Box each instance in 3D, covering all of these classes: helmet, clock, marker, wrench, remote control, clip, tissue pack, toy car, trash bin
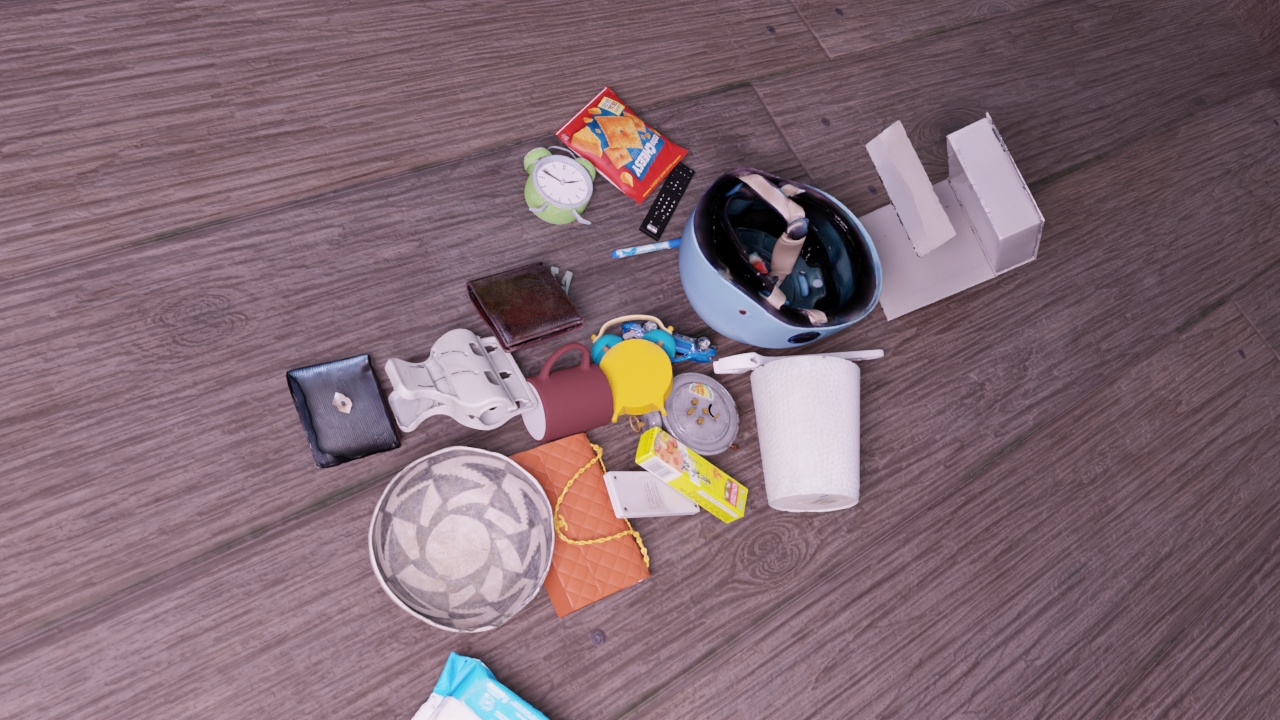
[{"bbox_3d":[0.166,-0.118,1.157,0.265,0.167,0.225,7,66,-19],"label":"helmet"},{"bbox_3d":[-0.006,0.006,1.057,0.099,0.044,0.129,-7,66,3],"label":"clock"},{"bbox_3d":[0.024,-0.150,1.203,0.141,0.013,0.013,-14,72,-29],"label":"marker"},{"bbox_3d":[0.211,-0.001,1.189,0.272,0.066,0.018,-4,82,-30],"label":"wrench"},{"bbox_3d":[-0.104,-0.223,1.164,0.094,0.043,0.119,12,62,-19],"label":"clock"},{"bbox_3d":[0.014,0.148,1.020,0.135,0.011,0.050,8,55,-48],"label":"remote control"},{"bbox_3d":[-0.195,0.022,0.975,0.144,0.075,0.124,-11,42,-25],"label":"clip"},{"bbox_3d":[0.051,0.069,1.082,0.147,0.056,0.103,-3,67,-27],"label":"clock"},{"bbox_3d":[-0.102,-0.077,1.106,0.045,0.023,0.076,14,59,-15],"label":"clip"},{"bbox_3d":[-0.125,0.376,0.848,0.209,0.066,0.116,39,57,-1],"label":"tissue pack"},{"bbox_3d":[0.037,-0.218,1.243,0.030,0.009,0.139,31,57,-7],"label":"remote control"},{"bbox_3d":[0.033,-0.018,1.120,0.120,0.056,0.043,14,86,-11],"label":"toy car"},{"bbox_3d":[0.202,0.092,1.099,0.133,0.134,0.161,8,68,-20],"label":"trash bin"}]

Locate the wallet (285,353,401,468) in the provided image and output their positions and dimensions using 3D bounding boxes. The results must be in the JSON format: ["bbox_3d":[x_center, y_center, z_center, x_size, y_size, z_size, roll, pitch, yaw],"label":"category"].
[{"bbox_3d":[-0.306,0.052,0.948,0.089,0.026,0.115,-14,72,-29],"label":"wallet"}]

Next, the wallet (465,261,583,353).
[{"bbox_3d":[-0.133,-0.063,1.054,0.099,0.031,0.120,-20,49,-22],"label":"wallet"}]

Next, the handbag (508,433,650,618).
[{"bbox_3d":[-0.066,0.169,0.981,0.108,0.060,0.172,-17,73,-34],"label":"handbag"}]

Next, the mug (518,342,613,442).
[{"bbox_3d":[-0.083,0.032,1.015,0.082,0.106,0.073,-14,28,-29],"label":"mug"}]

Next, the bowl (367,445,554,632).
[{"bbox_3d":[-0.179,0.180,0.909,0.178,0.081,0.178,8,66,-18],"label":"bowl"}]

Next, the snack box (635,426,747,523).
[{"bbox_3d":[0.060,0.131,1.045,0.148,0.029,0.040,36,45,-23],"label":"snack box"}]

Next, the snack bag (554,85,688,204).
[{"bbox_3d":[-0.024,-0.290,1.234,0.144,0.039,0.130,39,56,-2],"label":"snack bag"}]

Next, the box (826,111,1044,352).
[{"bbox_3d":[0.390,-0.162,1.298,0.171,0.381,0.167,-2,65,-43],"label":"box"}]
